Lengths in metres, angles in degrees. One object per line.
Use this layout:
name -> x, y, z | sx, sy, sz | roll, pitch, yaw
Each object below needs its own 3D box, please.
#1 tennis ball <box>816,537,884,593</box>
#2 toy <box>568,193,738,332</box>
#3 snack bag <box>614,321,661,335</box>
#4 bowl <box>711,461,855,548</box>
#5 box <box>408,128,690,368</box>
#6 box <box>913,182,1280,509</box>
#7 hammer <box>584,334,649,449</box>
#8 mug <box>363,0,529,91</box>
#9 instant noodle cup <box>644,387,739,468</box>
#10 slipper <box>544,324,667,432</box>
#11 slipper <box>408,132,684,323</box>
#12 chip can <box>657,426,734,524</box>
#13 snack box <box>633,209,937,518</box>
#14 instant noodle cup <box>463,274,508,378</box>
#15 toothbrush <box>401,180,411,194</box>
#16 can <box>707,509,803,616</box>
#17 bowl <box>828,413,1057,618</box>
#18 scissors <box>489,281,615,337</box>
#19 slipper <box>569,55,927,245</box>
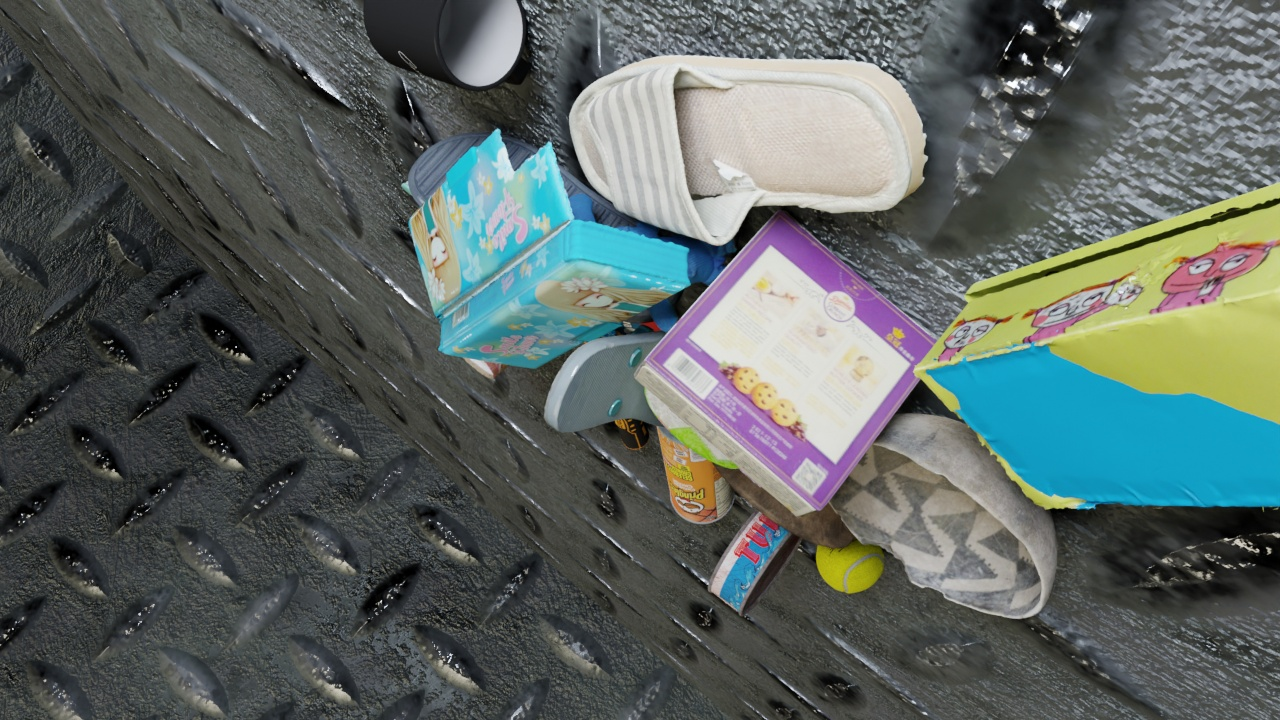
tennis ball -> 0.208, 0.197, 0.911 | 0.065, 0.065, 0.065 | 36, 159, 16
toy -> 0.015, -0.086, 0.684 | 0.176, 0.070, 0.113 | 16, 130, 18
snack bag -> -0.024, -0.043, 0.890 | 0.144, 0.039, 0.131 | 25, 156, 25
bowl -> 0.137, 0.086, 0.810 | 0.162, 0.070, 0.162 | 36, 159, 16
box -> -0.088, -0.065, 0.660 | 0.169, 0.085, 0.228 | 44, 146, -16
box -> 0.248, 0.004, 0.434 | 0.124, 0.082, 0.221 | 45, 163, -6
hammer -> -0.021, 0.036, 0.998 | 0.123, 0.036, 0.321 | 27, 163, 17
mug -> -0.129, -0.234, 0.662 | 0.088, 0.078, 0.113 | 27, -179, 36
instant noodle cup -> 0.074, 0.014, 0.726 | 0.099, 0.107, 0.099 | 36, 160, 16
slipper -> -0.004, 0.004, 0.753 | 0.055, 0.098, 0.268 | 33, -167, 22
slipper -> -0.077, -0.108, 0.791 | 0.264, 0.101, 0.082 | 31, 165, 14
chip can -> 0.060, 0.100, 0.969 | 0.075, 0.075, 0.215 | 33, 159, 23
snack box -> 0.097, 0.000, 0.597 | 0.143, 0.147, 0.041 | 41, 161, 3
instant noodle cup -> -0.154, -0.041, 1.034 | 0.098, 0.108, 0.098 | 37, 159, 16
toothbrush -> -0.214, -0.167, 1.029 | 0.135, 0.017, 0.022 | 34, 158, 15
can -> 0.129, 0.209, 0.987 | 0.044, 0.129, 0.130 | 34, 159, 21
bowl -> 0.221, 0.095, 0.657 | 0.178, 0.081, 0.179 | 36, 159, 16
scissors -> -0.077, -0.045, 0.799 | 0.140, 0.011, 0.134 | 24, 167, 20
slipper -> 0.044, -0.128, 0.557 | 0.273, 0.053, 0.114 | 10, 128, 47
